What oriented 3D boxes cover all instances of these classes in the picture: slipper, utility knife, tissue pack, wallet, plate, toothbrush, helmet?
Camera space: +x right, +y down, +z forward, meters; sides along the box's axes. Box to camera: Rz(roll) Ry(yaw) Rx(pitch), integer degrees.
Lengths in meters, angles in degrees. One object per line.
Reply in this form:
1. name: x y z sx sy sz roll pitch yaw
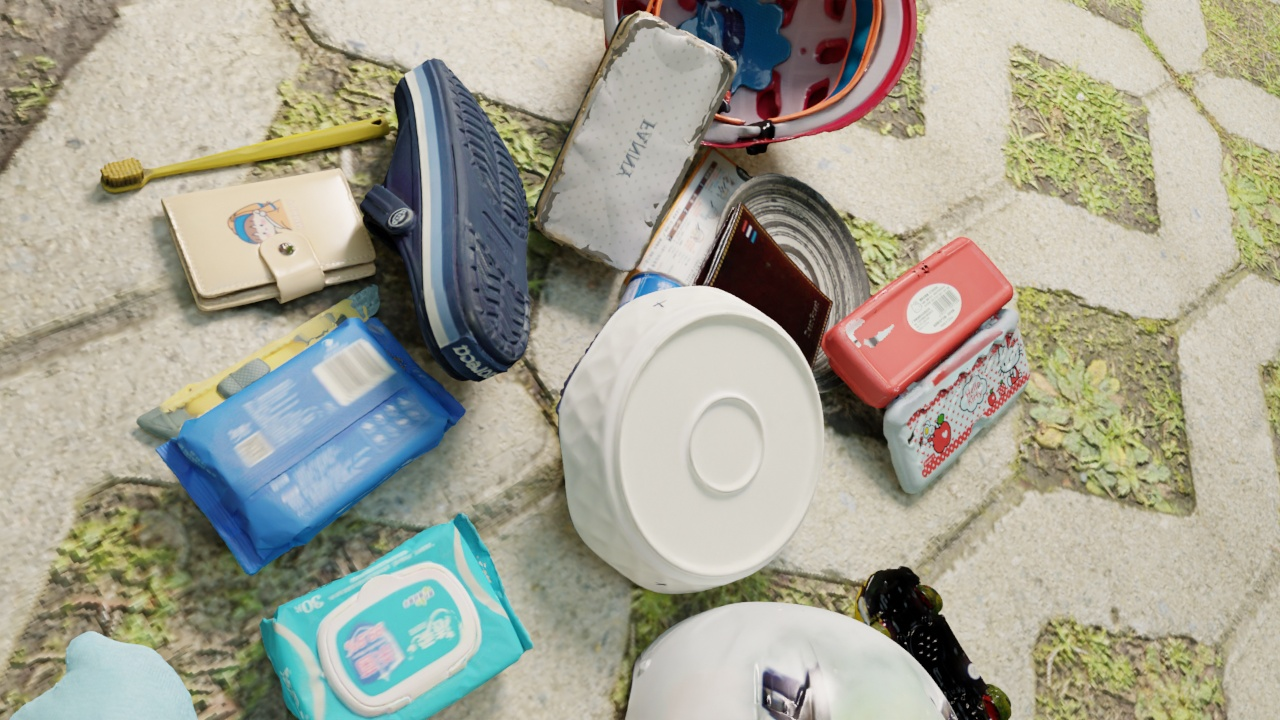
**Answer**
1. slipper: -0.131 -0.088 0.610 0.095 0.105 0.252 -21 55 10
2. utility knife: -0.227 0.000 0.569 0.031 0.018 0.166 52 52 -2
3. tissue pack: -0.134 0.155 0.515 0.133 0.050 0.093 -26 79 -32
4. tissue pack: -0.189 0.045 0.540 0.095 0.052 0.156 47 56 4
5. wallet: -0.236 -0.078 0.594 0.115 0.024 0.087 -18 76 -32
6. plate: 0.119 -0.060 0.732 0.179 0.024 0.179 9 76 -36
7. toothbrush: -0.259 -0.142 0.616 0.189 0.017 0.015 -22 78 -31
8. helmet: 0.103 0.262 0.518 0.229 0.146 0.258 16 61 -17
9. helmet: 0.083 -0.269 0.743 0.240 0.144 0.207 8 96 -11
10. wallet: 0.093 -0.044 0.681 0.122 0.020 0.096 42 58 -26
11. plate: 0.044 0.053 0.600 0.204 0.046 0.205 -1 91 -35

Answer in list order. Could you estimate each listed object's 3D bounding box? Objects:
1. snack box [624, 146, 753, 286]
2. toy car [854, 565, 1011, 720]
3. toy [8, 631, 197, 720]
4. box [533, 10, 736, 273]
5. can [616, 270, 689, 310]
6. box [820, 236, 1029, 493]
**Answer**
1. snack box: 0.053 -0.099 0.735 0.075 0.026 0.153 35 58 -7
2. toy car: 0.202 0.219 0.646 0.071 0.041 0.156 -25 81 -32
3. toy: -0.238 0.211 0.440 0.156 0.050 0.161 2 69 -23
4. box: -0.010 -0.148 0.653 0.089 0.184 0.062 26 18 -14
5. can: -0.004 0.004 0.644 0.053 0.053 0.134 27 58 -11
6. box: 0.249 -0.002 0.758 0.200 0.059 0.161 -33 95 -32
